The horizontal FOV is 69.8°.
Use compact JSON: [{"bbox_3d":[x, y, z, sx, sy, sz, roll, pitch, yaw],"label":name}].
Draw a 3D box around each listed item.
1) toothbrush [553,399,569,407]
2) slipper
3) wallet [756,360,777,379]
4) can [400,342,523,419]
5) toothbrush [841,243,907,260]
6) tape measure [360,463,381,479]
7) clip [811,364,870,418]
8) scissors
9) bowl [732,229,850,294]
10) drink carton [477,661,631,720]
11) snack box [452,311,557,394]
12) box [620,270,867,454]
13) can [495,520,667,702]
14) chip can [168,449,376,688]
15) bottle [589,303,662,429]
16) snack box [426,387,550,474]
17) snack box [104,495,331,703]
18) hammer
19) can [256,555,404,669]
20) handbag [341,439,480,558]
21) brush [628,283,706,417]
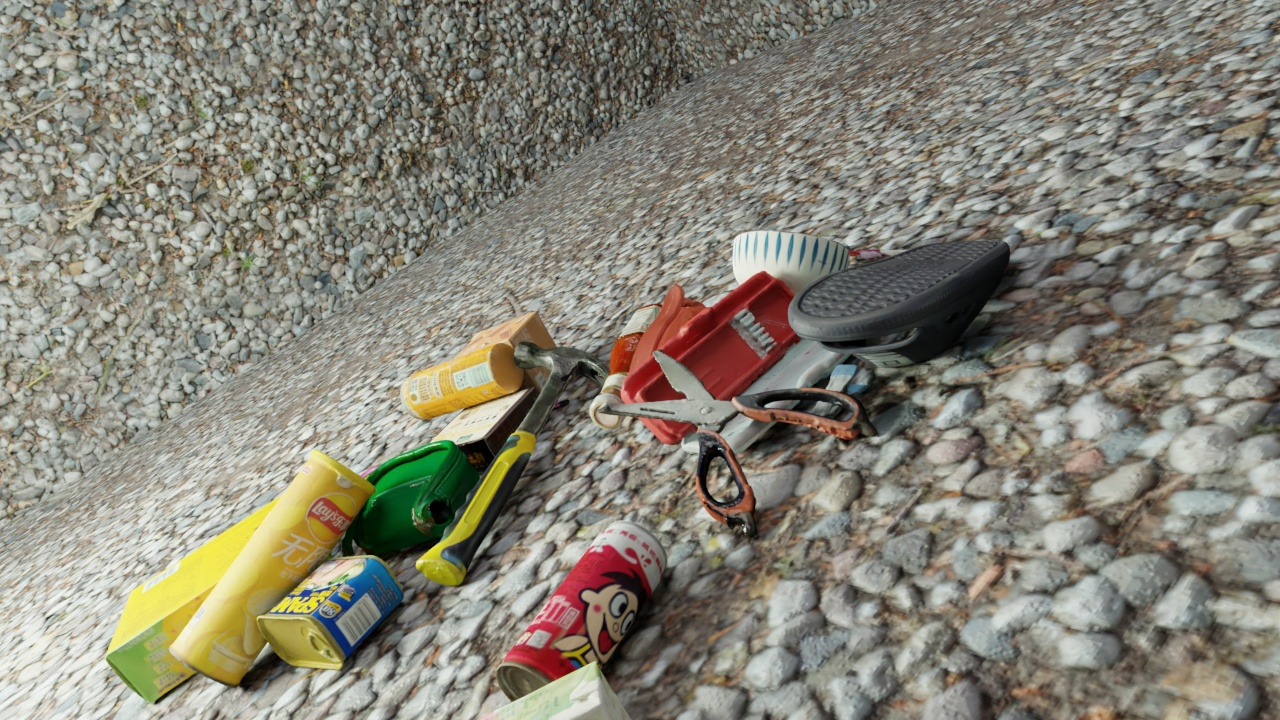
[{"bbox_3d":[-0.163,0.068,1.086,0.190,0.018,0.014,-17,20,28],"label":"toothbrush"},{"bbox_3d":[0.222,-0.039,0.735,0.111,0.083,0.267,5,20,41],"label":"slipper"},{"bbox_3d":[0.103,-0.015,0.914,0.115,0.020,0.101,-1,36,50],"label":"wallet"},{"bbox_3d":[-0.206,0.026,1.055,0.146,0.058,0.058,-18,22,30],"label":"can"},{"bbox_3d":[0.249,-0.111,0.955,0.017,0.016,0.188,-24,17,-16],"label":"toothbrush"},{"bbox_3d":[-0.303,0.148,1.050,0.058,0.039,0.057,-32,19,8],"label":"tape measure"},{"bbox_3d":[0.155,0.028,0.728,0.058,0.043,0.027,-47,28,-24],"label":"clip"},{"bbox_3d":[0.069,0.047,0.711,0.189,0.015,0.225,-21,41,-2],"label":"scissors"},{"bbox_3d":[0.147,-0.084,0.920,0.117,0.116,0.066,0,79,55],"label":"bowl"},{"bbox_3d":[-0.065,0.219,0.506,0.122,0.053,0.045,-28,19,2],"label":"drink carton"},{"bbox_3d":[-0.154,0.008,1.107,0.095,0.093,0.076,-18,22,30],"label":"snack box"},{"bbox_3d":[0.096,0.007,0.805,0.154,0.074,0.200,29,55,36],"label":"box"},{"bbox_3d":[-0.034,0.166,0.596,0.053,0.053,0.132,-12,25,41],"label":"can"},{"bbox_3d":[-0.336,0.189,0.849,0.072,0.072,0.213,2,56,57],"label":"chip can"},{"bbox_3d":[-0.006,0.006,0.946,0.060,0.060,0.205,-20,20,25],"label":"bottle"},{"bbox_3d":[-0.180,0.085,1.009,0.113,0.053,0.125,-16,23,36],"label":"snack box"},{"bbox_3d":[-0.431,0.237,0.960,0.209,0.070,0.158,-33,19,-12],"label":"snack box"},{"bbox_3d":[-0.119,0.088,0.899,0.126,0.032,0.322,8,39,15],"label":"hammer"},{"bbox_3d":[-0.268,0.217,0.799,0.102,0.057,0.083,-13,23,39],"label":"can"},{"bbox_3d":[-0.226,0.143,0.907,0.131,0.068,0.120,-22,21,22],"label":"handbag"},{"bbox_3d":[0.031,-0.009,0.880,0.063,0.069,0.145,-14,38,35],"label":"brush"}]
